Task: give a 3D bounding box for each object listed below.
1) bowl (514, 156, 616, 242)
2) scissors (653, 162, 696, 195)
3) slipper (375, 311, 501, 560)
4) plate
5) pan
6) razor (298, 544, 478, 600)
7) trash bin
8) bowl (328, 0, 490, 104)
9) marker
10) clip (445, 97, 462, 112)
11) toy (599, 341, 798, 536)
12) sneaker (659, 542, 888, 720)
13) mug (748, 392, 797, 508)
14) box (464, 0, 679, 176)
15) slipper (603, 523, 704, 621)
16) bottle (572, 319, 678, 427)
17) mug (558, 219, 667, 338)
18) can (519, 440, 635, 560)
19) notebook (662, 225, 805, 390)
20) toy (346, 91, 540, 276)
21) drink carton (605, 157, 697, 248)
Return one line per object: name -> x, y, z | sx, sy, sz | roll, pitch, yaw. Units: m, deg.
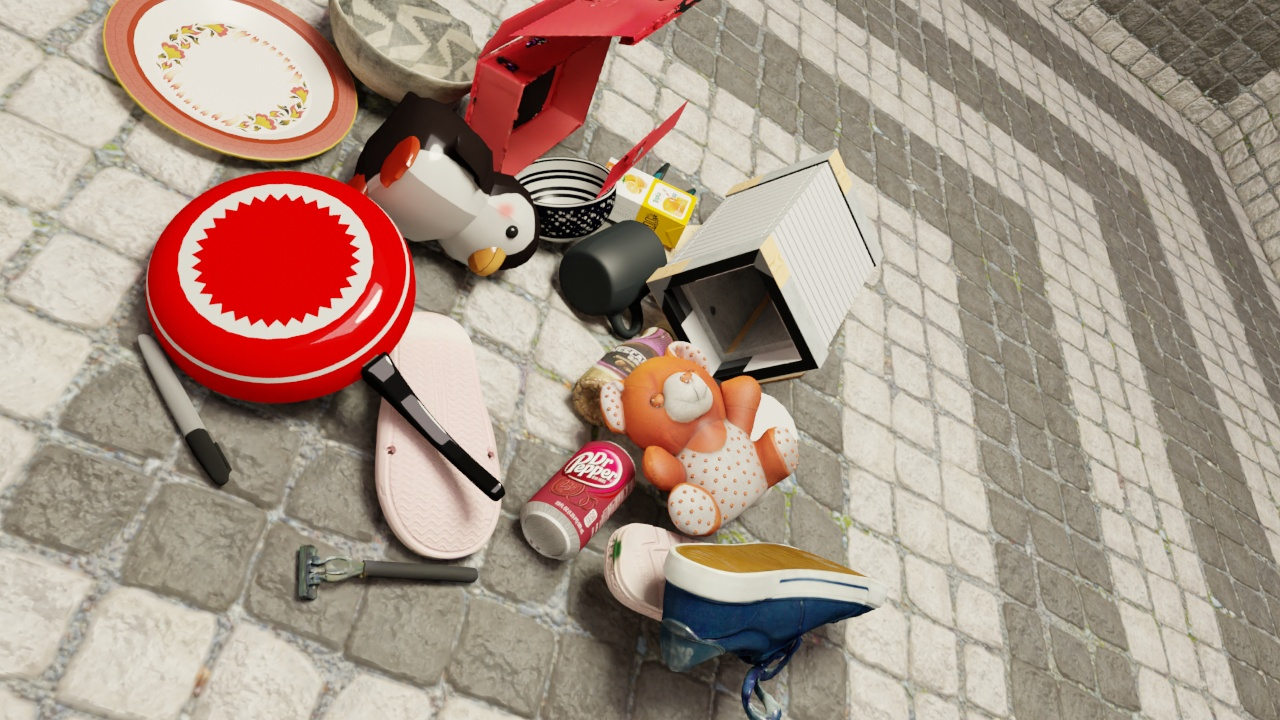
bowl -> -0.087, -0.168, 1.008 | 0.120, 0.066, 0.120 | 2, 37, -2
scissors -> 0.027, -0.206, 1.167 | 0.148, 0.019, 0.122 | -1, 61, -36
slipper -> -0.180, 0.061, 0.787 | 0.106, 0.056, 0.221 | 4, 67, -34
plate -> -0.393, -0.280, 0.893 | 0.229, 0.021, 0.229 | 20, 50, -26
pan -> -0.238, -0.018, 0.739 | 0.356, 0.067, 0.208 | 41, 63, 11
razor -> -0.194, 0.166, 0.724 | 0.144, 0.022, 0.042 | 10, 56, -33
trash bin -> 0.148, -0.105, 1.029 | 0.142, 0.143, 0.246 | 60, 42, -20
bowl -> -0.257, -0.328, 0.987 | 0.178, 0.081, 0.178 | 26, 35, -20
marker -> -0.350, 0.037, 0.705 | 0.138, 0.016, 0.022 | 57, 13, 11
clip -> -0.203, -0.243, 1.011 | 0.159, 0.030, 0.173 | 39, 42, -6
toy -> 0.053, 0.067, 0.861 | 0.163, 0.093, 0.172 | -32, 81, -30
sneaker -> 0.121, 0.233, 0.807 | 0.294, 0.121, 0.127 | 11, 93, -46
mug -> 0.110, 0.100, 0.957 | 0.073, 0.090, 0.105 | 8, 55, -33
box -> -0.064, -0.329, 0.933 | 0.121, 0.320, 0.210 | 48, 41, -9
slipper -> 0.047, 0.215, 0.845 | 0.239, 0.065, 0.094 | 28, 49, -38
bottle -> -0.006, 0.006, 0.959 | 0.059, 0.060, 0.165 | 47, 41, 0
mug -> -0.026, -0.082, 1.000 | 0.094, 0.085, 0.122 | -34, 112, -46
can -> -0.055, 0.125, 0.831 | 0.063, 0.063, 0.113 | 46, 43, 0
notebook -> 0.111, -0.074, 1.133 | 0.167, 0.024, 0.225 | -9, 66, -40
toy -> -0.177, -0.164, 0.899 | 0.184, 0.159, 0.139 | 35, 48, -37
drink carton -> 0.000, -0.190, 1.099 | 0.122, 0.040, 0.058 | 25, 48, -3
